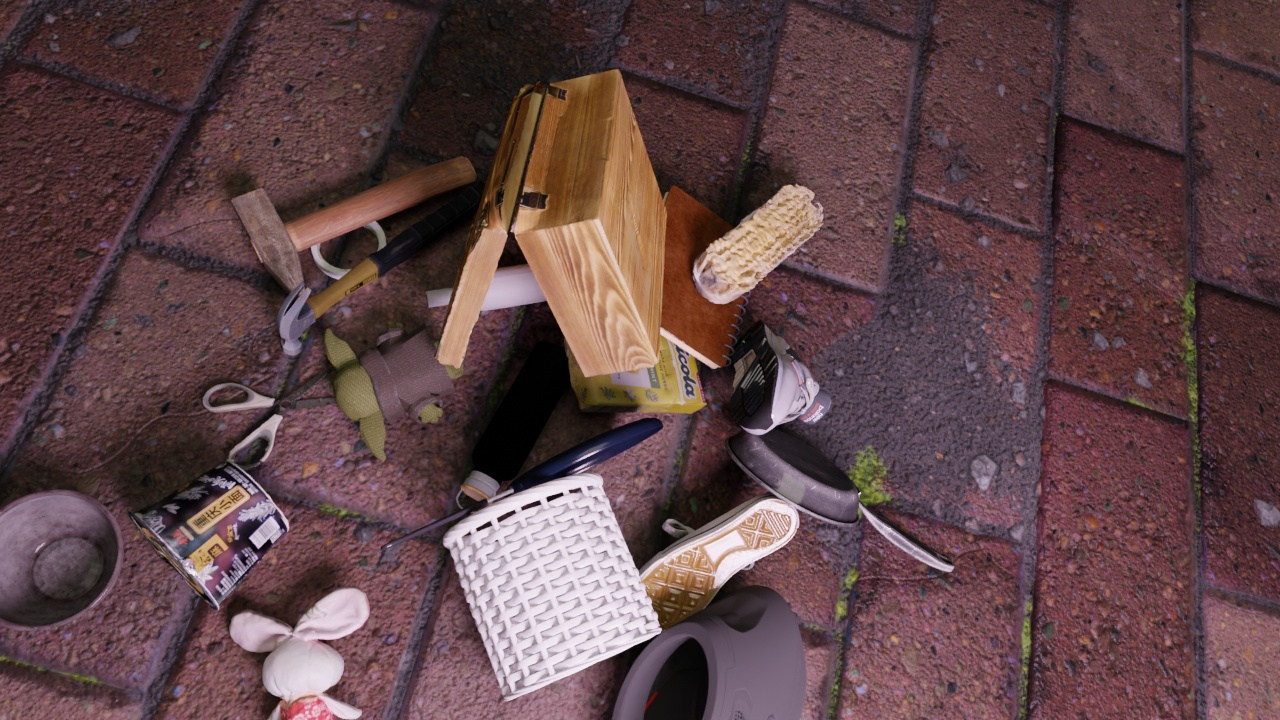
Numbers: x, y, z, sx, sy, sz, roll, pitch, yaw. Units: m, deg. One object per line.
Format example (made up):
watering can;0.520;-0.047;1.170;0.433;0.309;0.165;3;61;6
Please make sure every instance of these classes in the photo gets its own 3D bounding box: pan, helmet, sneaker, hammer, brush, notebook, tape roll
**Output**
pan;0.262;0.178;1.151;0.356;0.187;0.055;26;104;-14
helmet;0.091;0.374;1.010;0.170;0.164;0.264;34;76;-36
sneaker;0.187;0.039;1.168;0.124;0.089;0.239;35;25;-15
hammer;-0.319;-0.133;1.165;0.025;0.118;0.332;43;61;8
brush;0.165;-0.163;1.266;0.083;0.057;0.270;52;51;-1
pan;-0.125;0.134;1.015;0.355;0.199;0.021;-21;80;-37
hammer;-0.350;-0.194;1.192;0.300;0.037;0.158;-27;76;-20
notebook;0.076;-0.111;1.236;0.167;0.024;0.224;32;54;-18
tape roll;-0.381;-0.149;1.199;0.093;0.018;0.093;4;68;-10
sneaker;0.080;0.234;1.107;0.241;0.088;0.118;-34;99;0

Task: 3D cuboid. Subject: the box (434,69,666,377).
box;-0.126;-0.162;1.069;0.264;0.270;0.278;-6;48;14

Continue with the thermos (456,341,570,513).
thermos;-0.156;0.085;1.130;0.061;0.061;0.230;28;66;0

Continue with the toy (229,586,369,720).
toy;-0.354;0.346;0.975;0.159;0.084;0.194;-17;75;2

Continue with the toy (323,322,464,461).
toy;-0.295;0.021;1.116;0.152;0.078;0.179;-25;74;-12

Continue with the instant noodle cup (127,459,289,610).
instant noodle cup;-0.459;0.182;0.996;0.137;0.138;0.112;44;58;7

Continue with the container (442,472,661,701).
container;-0.097;0.246;1.009;0.189;0.190;0.186;-19;75;-19

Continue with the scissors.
scissors;-0.445;0.063;1.104;0.157;0.013;0.168;19;65;-7

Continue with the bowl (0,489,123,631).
bowl;-0.619;0.215;0.974;0.145;0.067;0.144;4;68;-11

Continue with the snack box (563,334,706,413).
snack box;-0.007;0.007;1.171;0.180;0.045;0.121;2;66;-35

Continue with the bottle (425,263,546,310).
bottle;-0.181;-0.095;1.201;0.195;0.053;0.052;-10;71;-16
